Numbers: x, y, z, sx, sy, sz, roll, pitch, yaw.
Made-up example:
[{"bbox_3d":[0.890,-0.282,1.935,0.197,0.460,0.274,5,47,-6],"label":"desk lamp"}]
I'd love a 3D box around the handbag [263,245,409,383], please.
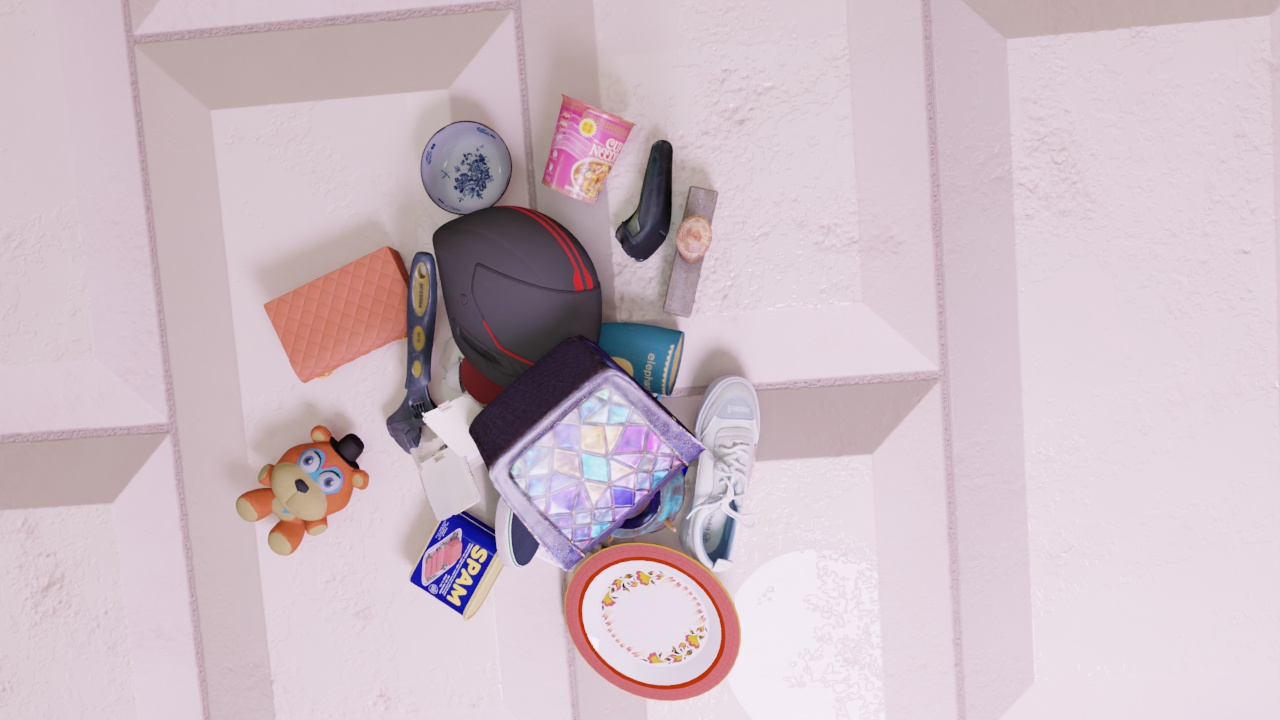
[{"bbox_3d":[-0.364,-0.055,1.153,0.172,0.060,0.109,-25,87,2],"label":"handbag"}]

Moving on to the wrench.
[{"bbox_3d":[-0.275,-0.004,1.136,0.073,0.022,0.274,8,114,-1],"label":"wrench"}]

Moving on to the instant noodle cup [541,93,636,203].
[{"bbox_3d":[-0.069,-0.252,1.111,0.098,0.097,0.109,22,102,1],"label":"instant noodle cup"}]

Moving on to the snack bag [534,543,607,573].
[{"bbox_3d":[-0.099,0.243,1.186,0.158,0.013,0.057,23,99,2],"label":"snack bag"}]

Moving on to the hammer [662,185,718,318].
[{"bbox_3d":[0.056,-0.123,1.006,0.037,0.300,0.158,13,95,2],"label":"hammer"}]

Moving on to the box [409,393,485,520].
[{"bbox_3d":[-0.201,0.117,1.079,0.143,0.193,0.106,-31,69,10],"label":"box"}]

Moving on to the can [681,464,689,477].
[{"bbox_3d":[0.038,0.151,1.163,0.032,0.032,0.095,20,95,1],"label":"can"}]

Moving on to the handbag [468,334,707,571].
[{"bbox_3d":[-0.053,0.108,1.011,0.205,0.125,0.222,-41,120,-2],"label":"handbag"}]

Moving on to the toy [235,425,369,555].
[{"bbox_3d":[-0.421,0.159,1.164,0.176,0.096,0.112,-44,91,-6],"label":"toy"}]

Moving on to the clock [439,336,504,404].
[{"bbox_3d":[-0.191,0.009,1.158,0.124,0.044,0.087,21,95,1],"label":"clock"}]

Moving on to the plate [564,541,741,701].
[{"bbox_3d":[0.015,0.328,1.160,0.230,0.021,0.230,5,110,15],"label":"plate"}]

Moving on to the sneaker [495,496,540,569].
[{"bbox_3d":[-0.109,0.152,1.115,0.079,0.084,0.235,21,98,27],"label":"sneaker"}]

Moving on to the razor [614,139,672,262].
[{"bbox_3d":[0.008,-0.198,1.133,0.067,0.054,0.151,9,89,19],"label":"razor"}]

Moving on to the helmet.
[{"bbox_3d":[-0.139,-0.088,1.079,0.265,0.163,0.170,40,120,23],"label":"helmet"}]

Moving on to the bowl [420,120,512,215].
[{"bbox_3d":[-0.211,-0.236,1.139,0.114,0.045,0.114,0,94,3],"label":"bowl"}]

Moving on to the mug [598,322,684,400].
[{"bbox_3d":[-0.007,0.007,1.137,0.104,0.084,0.112,13,123,8],"label":"mug"}]

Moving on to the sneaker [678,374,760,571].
[{"bbox_3d":[0.108,0.141,1.119,0.089,0.091,0.242,7,98,-21],"label":"sneaker"}]

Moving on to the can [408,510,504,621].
[{"bbox_3d":[-0.228,0.256,1.168,0.092,0.056,0.116,30,95,9],"label":"can"}]

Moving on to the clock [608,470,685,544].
[{"bbox_3d":[-0.014,0.139,1.129,0.121,0.073,0.157,-16,78,24],"label":"clock"}]
